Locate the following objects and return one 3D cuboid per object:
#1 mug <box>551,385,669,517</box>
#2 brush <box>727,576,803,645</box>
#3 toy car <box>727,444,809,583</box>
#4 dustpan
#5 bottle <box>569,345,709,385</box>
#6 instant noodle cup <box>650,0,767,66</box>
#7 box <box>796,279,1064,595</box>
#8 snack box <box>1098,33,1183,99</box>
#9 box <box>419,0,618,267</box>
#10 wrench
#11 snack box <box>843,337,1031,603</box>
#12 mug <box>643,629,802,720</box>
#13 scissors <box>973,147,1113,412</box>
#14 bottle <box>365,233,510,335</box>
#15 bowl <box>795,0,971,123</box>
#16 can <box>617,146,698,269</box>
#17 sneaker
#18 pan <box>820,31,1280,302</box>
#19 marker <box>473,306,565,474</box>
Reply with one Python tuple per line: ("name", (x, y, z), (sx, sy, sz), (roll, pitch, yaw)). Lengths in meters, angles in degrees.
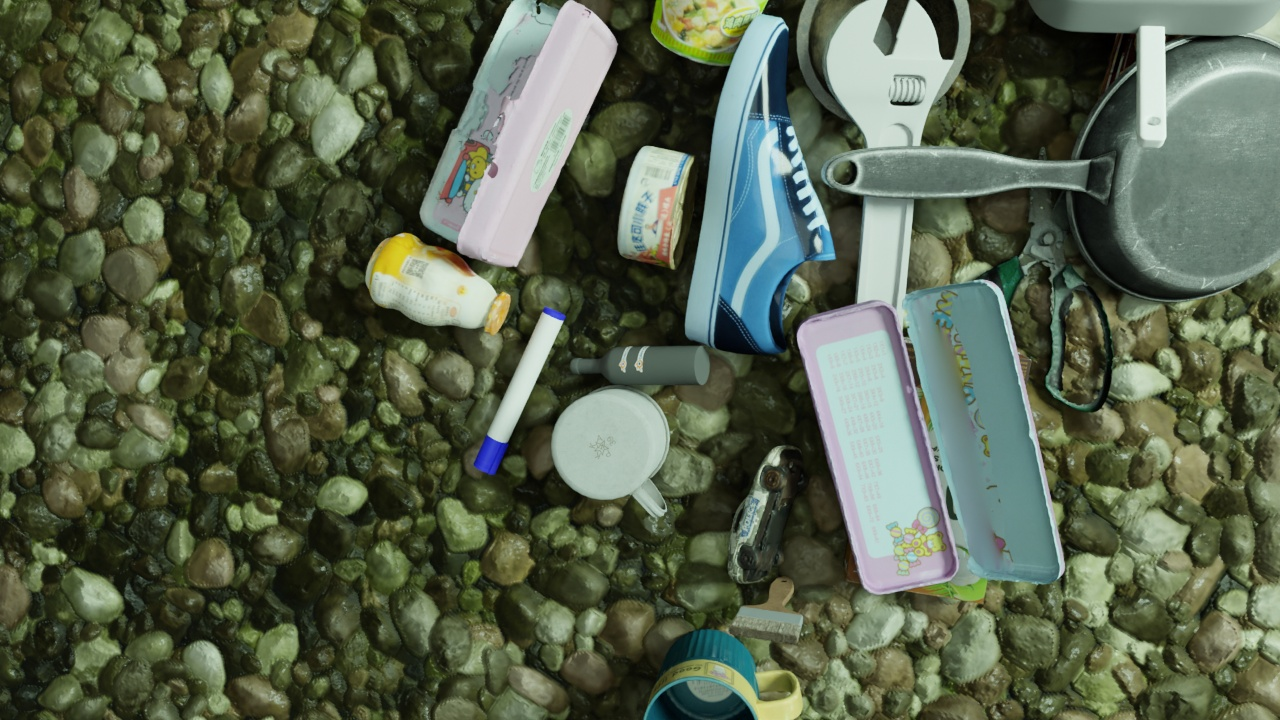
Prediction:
("mug", (-0.015, 0.075, 0.709), (0.084, 0.070, 0.113), (-33, 87, 8))
("brush", (0.098, 0.176, 0.662), (0.045, 0.143, 0.008), (4, 93, 16))
("toy car", (0.095, 0.117, 0.710), (0.040, 0.048, 0.113), (21, 96, 37))
("dustpan", (0.341, -0.252, 0.606), (0.163, 0.033, 0.257), (7, 65, 15))
("bottle", (-0.004, 0.004, 0.713), (0.113, 0.030, 0.030), (0, 94, 27))
("instant noodle cup", (0.056, -0.275, 0.652), (0.099, 0.098, 0.108), (26, 129, 5))
("box", (0.201, 0.058, 0.641), (0.150, 0.048, 0.214), (-11, 98, 31))
("snack box", (0.372, -0.233, 0.654), (0.051, 0.031, 0.141), (14, 95, 7))
("box", (-0.106, -0.181, 0.704), (0.103, 0.087, 0.202), (28, 97, 18))
("wrench", (0.169, -0.117, 0.664), (0.087, 0.018, 0.273), (1, 108, 1))
("snack box", (0.218, 0.081, 0.685), (0.101, 0.031, 0.186), (8, 101, 7))
("mug", (0.064, 0.257, 0.690), (0.114, 0.107, 0.083), (-11, 90, 8))
("scissors", (0.315, -0.054, 0.681), (0.147, 0.015, 0.210), (25, 98, 9))
("bottle", (-0.158, -0.056, 0.725), (0.109, 0.063, 0.063), (23, 96, 3))
("bowl", (0.170, -0.234, 0.667), (0.121, 0.056, 0.121), (0, 108, 1))
("can", (0.014, -0.114, 0.684), (0.043, 0.086, 0.086), (13, 95, 8))
("sneaker", (0.102, -0.120, 0.668), (0.098, 0.083, 0.241), (13, 104, 19))
("pan", (0.306, -0.128, 0.631), (0.357, 0.055, 0.187), (-1, 109, -4))
("marker", (-0.098, 0.025, 0.742), (0.020, 0.020, 0.141), (26, 97, 5))
